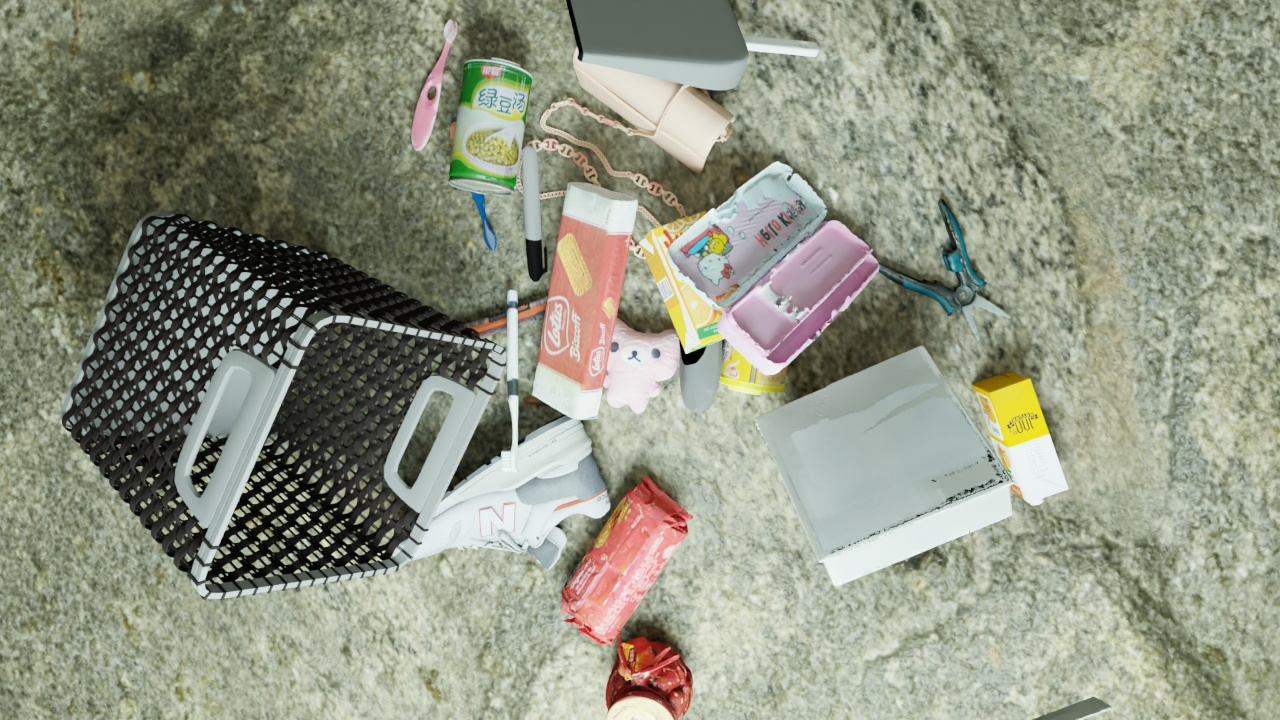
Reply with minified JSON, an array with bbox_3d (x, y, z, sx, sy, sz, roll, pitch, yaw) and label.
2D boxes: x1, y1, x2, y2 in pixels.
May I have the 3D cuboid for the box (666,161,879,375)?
[{"bbox_3d":[0.126,-0.090,0.858,0.153,0.041,0.200,45,54,6],"label":"box"}]

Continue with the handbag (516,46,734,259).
[{"bbox_3d":[-0.011,-0.196,0.872,0.199,0.116,0.187,36,98,-1],"label":"handbag"}]

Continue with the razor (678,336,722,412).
[{"bbox_3d":[0.057,-0.026,0.901,0.057,0.060,0.156,-11,80,33],"label":"razor"}]

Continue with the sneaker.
[{"bbox_3d":[-0.132,0.164,0.937,0.240,0.089,0.124,-37,90,4],"label":"sneaker"}]

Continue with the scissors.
[{"bbox_3d":[0.296,-0.082,0.914,0.118,0.019,0.148,-17,97,5],"label":"scissors"}]

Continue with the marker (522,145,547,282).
[{"bbox_3d":[-0.106,-0.146,0.921,0.022,0.016,0.139,-7,114,-18],"label":"marker"}]

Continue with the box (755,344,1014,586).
[{"bbox_3d":[0.222,0.097,0.936,0.167,0.446,0.164,-23,85,6],"label":"box"}]

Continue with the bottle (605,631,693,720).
[{"bbox_3d":[0.006,0.331,0.937,0.099,0.111,0.099,3,107,8],"label":"bottle"}]

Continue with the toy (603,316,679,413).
[{"bbox_3d":[-0.005,0.005,0.924,0.099,0.053,0.095,13,70,2],"label":"toy"}]

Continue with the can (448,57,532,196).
[{"bbox_3d":[-0.147,-0.227,0.897,0.067,0.067,0.121,9,90,3],"label":"can"}]

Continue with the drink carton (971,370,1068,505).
[{"bbox_3d":[0.375,0.077,0.907,0.040,0.058,0.122,-21,95,6],"label":"drink carton"}]

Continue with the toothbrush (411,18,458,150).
[{"bbox_3d":[-0.208,-0.278,0.927,0.021,0.016,0.135,18,97,2],"label":"toothbrush"}]

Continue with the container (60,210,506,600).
[{"bbox_3d":[-0.322,0.030,0.827,0.244,0.245,0.247,30,98,26],"label":"container"}]

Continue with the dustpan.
[{"bbox_3d":[0.053,-0.311,0.851,0.257,0.033,0.163,-1,54,-17],"label":"dustpan"}]

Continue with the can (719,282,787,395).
[{"bbox_3d":[0.116,-0.022,0.909,0.067,0.067,0.105,9,96,3],"label":"can"}]

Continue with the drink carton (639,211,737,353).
[{"bbox_3d":[0.050,-0.076,0.858,0.058,0.041,0.122,-22,86,-20],"label":"drink carton"}]

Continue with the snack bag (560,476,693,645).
[{"bbox_3d":[-0.018,0.210,0.939,0.082,0.082,0.176,33,98,0],"label":"snack bag"}]

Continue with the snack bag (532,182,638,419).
[{"bbox_3d":[-0.057,-0.056,0.895,0.077,0.041,0.225,26,111,39],"label":"snack bag"}]

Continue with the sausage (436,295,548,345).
[{"bbox_3d":[-0.147,-0.039,0.949,0.155,0.020,0.020,-18,95,6],"label":"sausage"}]

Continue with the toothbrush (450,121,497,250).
[{"bbox_3d":[-0.169,-0.178,0.938,0.021,0.017,0.135,-17,93,2],"label":"toothbrush"}]

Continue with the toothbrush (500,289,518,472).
[{"bbox_3d":[-0.130,0.018,0.914,0.017,0.012,0.186,-4,75,8],"label":"toothbrush"}]
